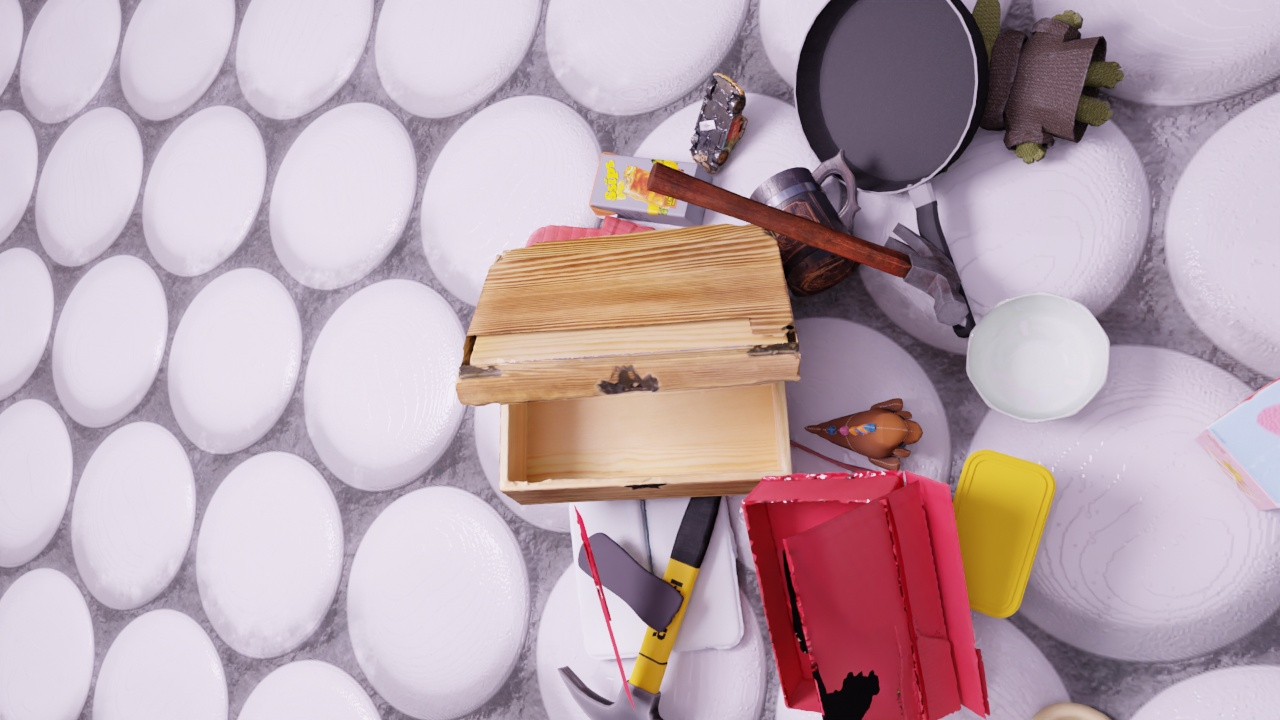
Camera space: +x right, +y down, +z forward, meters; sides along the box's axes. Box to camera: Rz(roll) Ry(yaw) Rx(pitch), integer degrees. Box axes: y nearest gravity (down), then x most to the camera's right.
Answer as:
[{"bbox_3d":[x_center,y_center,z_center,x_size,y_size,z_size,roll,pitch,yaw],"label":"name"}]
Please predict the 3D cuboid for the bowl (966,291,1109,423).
[{"bbox_3d":[0.358,0.001,0.828,0.118,0.061,0.117,-5,80,25],"label":"bowl"}]

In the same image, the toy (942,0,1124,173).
[{"bbox_3d":[0.363,-0.259,0.862,0.153,0.078,0.179,19,103,32],"label":"toy"}]

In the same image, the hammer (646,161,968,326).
[{"bbox_3d":[0.149,-0.118,0.831,0.300,0.110,0.028,18,127,-9],"label":"hammer"}]

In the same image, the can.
[{"bbox_3d":[0.311,0.150,0.802,0.073,0.101,0.130,17,89,27],"label":"can"}]

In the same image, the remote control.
[{"bbox_3d":[-0.013,0.223,0.937,0.124,0.009,0.046,34,91,25],"label":"remote control"}]

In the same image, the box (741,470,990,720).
[{"bbox_3d":[0.267,0.209,0.655,0.469,0.137,0.214,2,109,49],"label":"box"}]

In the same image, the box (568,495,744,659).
[{"bbox_3d":[0.011,0.208,0.977,0.190,0.037,0.209,-11,77,26],"label":"box"}]

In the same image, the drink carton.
[{"bbox_3d":[0.011,-0.191,1.037,0.125,0.048,0.076,12,86,27],"label":"drink carton"}]

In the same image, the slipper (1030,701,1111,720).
[{"bbox_3d":[0.340,0.419,0.756,0.111,0.079,0.261,21,91,24],"label":"slipper"}]

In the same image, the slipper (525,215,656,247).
[{"bbox_3d":[-0.039,-0.111,1.043,0.249,0.059,0.103,16,88,28],"label":"slipper"}]

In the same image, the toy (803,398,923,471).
[{"bbox_3d":[0.209,0.066,0.868,0.103,0.090,0.070,4,82,5],"label":"toy"}]

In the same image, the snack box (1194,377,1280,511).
[{"bbox_3d":[0.510,0.061,0.725,0.093,0.094,0.079,-39,67,15],"label":"snack box"}]

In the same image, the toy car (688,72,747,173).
[{"bbox_3d":[0.091,-0.261,1.006,0.047,0.047,0.112,42,139,23],"label":"toy car"}]

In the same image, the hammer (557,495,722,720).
[{"bbox_3d":[0.032,0.234,0.937,0.170,0.034,0.324,18,86,23],"label":"hammer"}]

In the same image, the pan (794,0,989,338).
[{"bbox_3d":[0.266,-0.195,0.890,0.205,0.044,0.355,-20,90,52],"label":"pan"}]

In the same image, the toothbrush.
[{"bbox_3d":[0.214,0.109,0.906,0.184,0.015,0.016,21,94,28],"label":"toothbrush"}]

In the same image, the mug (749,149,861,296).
[{"bbox_3d":[0.179,-0.141,0.928,0.116,0.080,0.107,-35,67,24],"label":"mug"}]

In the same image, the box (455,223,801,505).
[{"bbox_3d":[-0.004,-0.025,0.847,0.279,0.264,0.269,-4,70,7],"label":"box"}]
